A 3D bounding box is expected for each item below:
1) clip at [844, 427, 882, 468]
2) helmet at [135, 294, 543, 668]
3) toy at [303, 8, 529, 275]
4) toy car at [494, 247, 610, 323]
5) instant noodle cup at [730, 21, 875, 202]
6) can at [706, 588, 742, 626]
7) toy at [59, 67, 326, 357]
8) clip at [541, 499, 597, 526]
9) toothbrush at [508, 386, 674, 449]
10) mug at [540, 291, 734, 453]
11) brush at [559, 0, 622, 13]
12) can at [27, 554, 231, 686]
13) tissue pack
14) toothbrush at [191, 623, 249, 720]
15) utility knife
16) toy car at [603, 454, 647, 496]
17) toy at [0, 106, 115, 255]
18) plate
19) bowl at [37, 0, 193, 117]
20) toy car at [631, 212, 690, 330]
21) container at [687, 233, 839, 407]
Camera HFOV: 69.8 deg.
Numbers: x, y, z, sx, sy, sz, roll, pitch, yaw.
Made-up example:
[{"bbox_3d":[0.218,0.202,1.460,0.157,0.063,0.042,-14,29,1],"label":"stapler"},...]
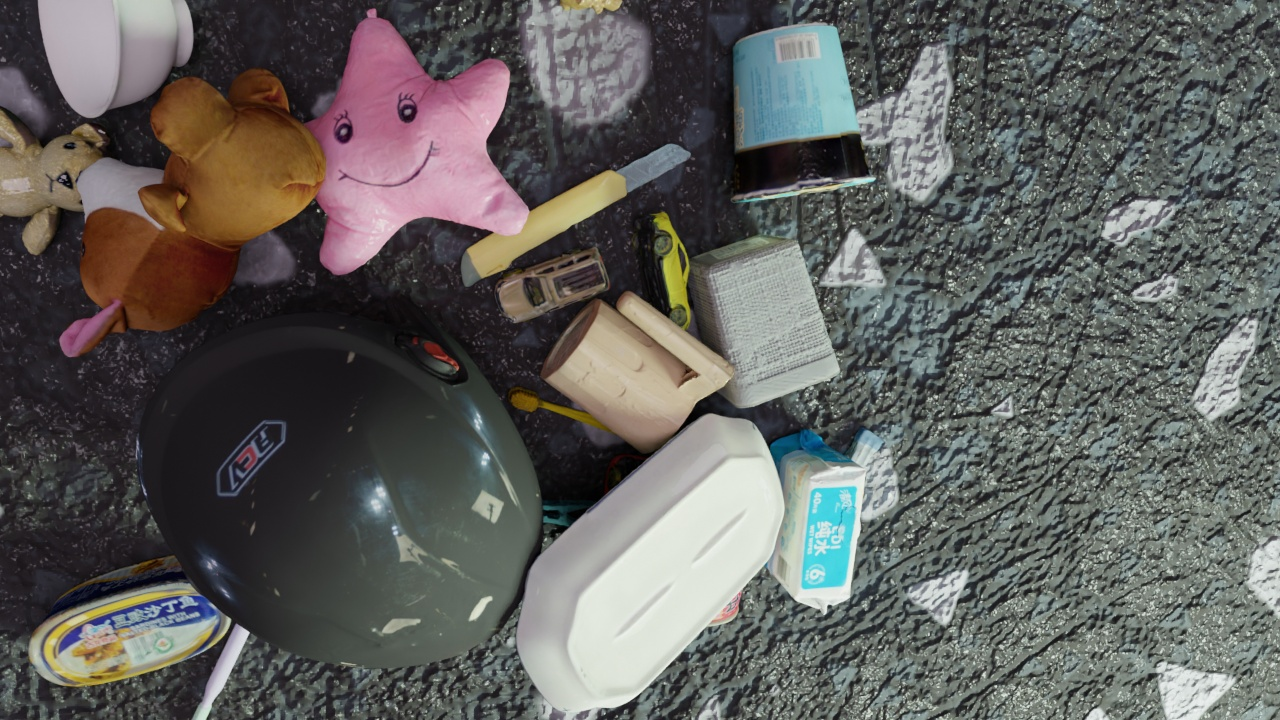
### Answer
[{"bbox_3d":[0.195,0.089,0.831,0.025,0.033,0.057,34,92,-20],"label":"clip"},{"bbox_3d":[-0.195,0.090,0.637,0.233,0.230,0.274,-45,147,1],"label":"helmet"},{"bbox_3d":[-0.183,-0.158,0.656,0.194,0.074,0.178,-11,92,2],"label":"toy"},{"bbox_3d":[-0.070,-0.059,0.727,0.090,0.035,0.042,-20,106,-4],"label":"toy car"},{"bbox_3d":[0.117,-0.189,0.704,0.111,0.111,0.120,-10,97,-10],"label":"instant noodle cup"},{"bbox_3d":[0.055,0.174,0.796,0.066,0.066,0.094,-5,105,-11],"label":"can"},{"bbox_3d":[-0.303,-0.097,0.601,0.130,0.140,0.200,38,111,-7],"label":"toy"},{"bbox_3d":[-0.064,0.131,0.787,0.056,0.014,0.040,6,102,-13],"label":"clip"},{"bbox_3d":[-0.021,0.058,0.776,0.190,0.016,0.016,19,100,-16],"label":"toothbrush"},{"bbox_3d":[-0.004,0.004,0.716,0.103,0.125,0.084,36,51,-17],"label":"mug"},{"bbox_3d":[0.002,-0.363,0.666,0.083,0.046,0.254,32,92,-14],"label":"brush"},{"bbox_3d":[-0.390,0.202,0.716,0.148,0.049,0.075,-15,106,-8],"label":"can"},{"bbox_3d":[0.148,0.137,0.795,0.063,0.090,0.140,1,103,-16],"label":"tissue pack"},{"bbox_3d":[-0.347,0.254,0.755,0.021,0.029,0.189,20,100,-57],"label":"toothbrush"},{"bbox_3d":[-0.053,-0.118,0.723,0.207,0.021,0.031,-28,112,3],"label":"utility knife"},{"bbox_3d":[-0.014,0.133,0.788,0.049,0.031,0.106,10,97,-20],"label":"toy car"},{"bbox_3d":[-0.435,-0.117,0.615,0.157,0.066,0.105,-13,112,-16],"label":"toy"},{"bbox_3d":[0.024,0.157,0.699,0.265,0.034,0.162,-38,121,-26],"label":"plate"},{"bbox_3d":[-0.338,-0.220,0.603,0.064,0.118,0.118,-18,112,-49],"label":"bowl"},{"bbox_3d":[0.021,-0.067,0.738,0.032,0.048,0.105,-17,107,-20],"label":"toy car"},{"bbox_3d":[0.093,-0.036,0.740,0.090,0.090,0.114,-20,105,-7],"label":"container"}]
